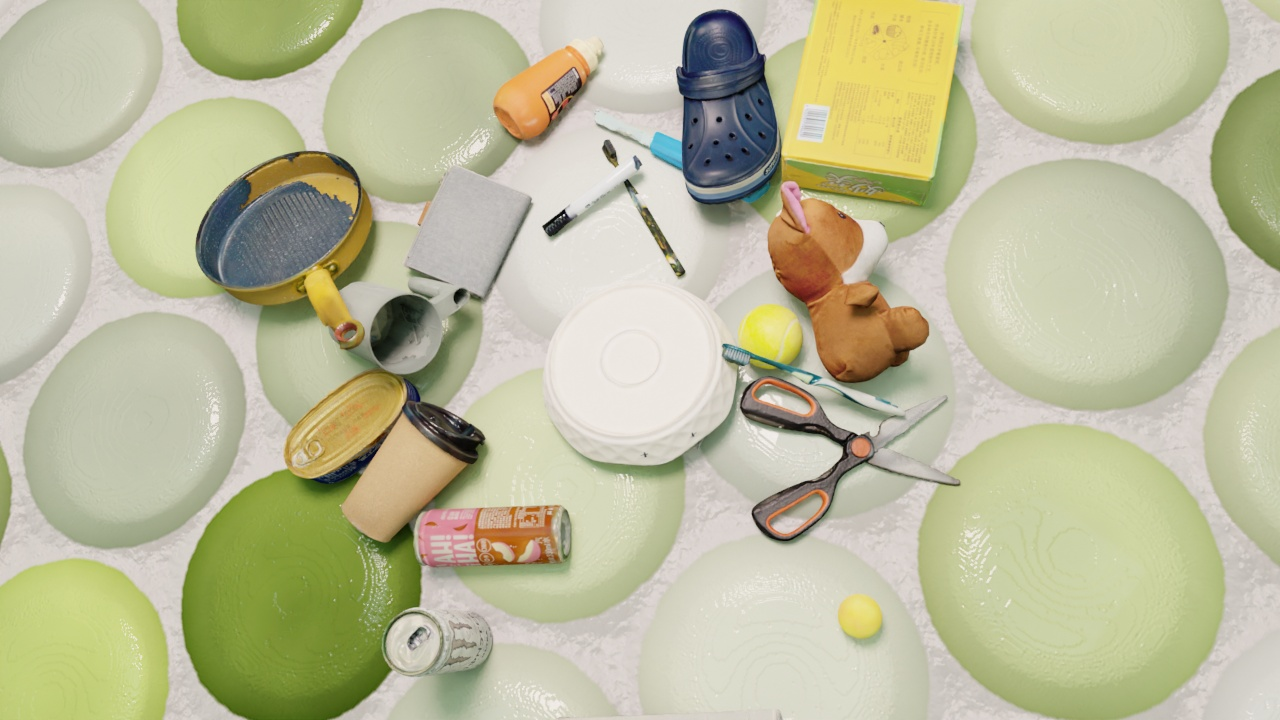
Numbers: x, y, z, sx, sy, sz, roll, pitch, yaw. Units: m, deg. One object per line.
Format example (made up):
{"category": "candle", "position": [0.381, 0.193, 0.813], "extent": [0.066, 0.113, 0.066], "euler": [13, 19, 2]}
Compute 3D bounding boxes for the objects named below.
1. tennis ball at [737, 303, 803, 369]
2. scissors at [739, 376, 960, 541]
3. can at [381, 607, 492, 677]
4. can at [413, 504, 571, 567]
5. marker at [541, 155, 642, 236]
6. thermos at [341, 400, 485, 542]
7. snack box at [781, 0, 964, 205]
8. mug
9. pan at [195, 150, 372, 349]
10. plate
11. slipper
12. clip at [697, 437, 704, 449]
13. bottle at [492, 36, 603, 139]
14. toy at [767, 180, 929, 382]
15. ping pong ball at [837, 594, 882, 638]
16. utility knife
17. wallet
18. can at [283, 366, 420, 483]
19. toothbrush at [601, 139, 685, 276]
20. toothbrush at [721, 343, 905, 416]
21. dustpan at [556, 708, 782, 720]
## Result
{"category": "tennis ball", "position": [0.131, -0.024, 0.924], "extent": [0.065, 0.065, 0.065], "euler": [-2, 74, 8]}
{"category": "scissors", "position": [0.194, 0.091, 0.908], "extent": [0.221, 0.022, 0.232], "euler": [38, 83, 11]}
{"category": "can", "position": [-0.184, 0.259, 0.846], "extent": [0.058, 0.147, 0.058], "euler": [-2, 73, 7]}
{"category": "can", "position": [-0.146, 0.175, 0.911], "extent": [0.147, 0.058, 0.057], "euler": [-4, 74, 8]}
{"category": "marker", "position": [-0.053, -0.181, 1.010], "extent": [0.131, 0.022, 0.018], "euler": [-37, 84, 5]}
{"category": "thermos", "position": [-0.233, 0.111, 0.932], "extent": [0.093, 0.093, 0.143], "euler": [39, 91, 16]}
{"category": "snack box", "position": [0.246, -0.281, 0.978], "extent": [0.158, 0.070, 0.209], "euler": [11, 76, 12]}
{"category": "mug", "position": [-0.255, -0.047, 0.968], "extent": [0.103, 0.084, 0.123], "euler": [16, 46, 45]}
{"category": "pan", "position": [-0.355, -0.109, 0.966], "extent": [0.197, 0.078, 0.357], "euler": [-36, 57, -8]}
{"category": "plate", "position": [-0.006, 0.005, 0.932], "extent": [0.205, 0.045, 0.204], "euler": [-5, 65, 11]}
{"category": "slipper", "position": [0.091, -0.286, 0.979], "extent": [0.105, 0.095, 0.252], "euler": [-6, 62, 12]}
{"category": "clip", "position": [0.064, 0.062, 0.932], "extent": [0.036, 0.025, 0.058], "euler": [26, 83, 7]}
{"category": "bottle", "position": [-0.099, -0.319, 1.048], "extent": [0.067, 0.067, 0.149], "euler": [41, 76, 17]}
{"category": "toy", "position": [0.196, -0.080, 0.890], "extent": [0.130, 0.140, 0.199], "euler": [-35, 79, -5]}
{"category": "ping pong ball", "position": [0.204, 0.237, 0.851], "extent": [0.040, 0.040, 0.040], "euler": [-2, 74, 8]}
{"category": "utility knife", "position": [0.040, -0.232, 1.021], "extent": [0.223, 0.018, 0.034], "euler": [29, 70, 15]}
{"category": "wallet", "position": [-0.195, -0.144, 1.022], "extent": [0.106, 0.037, 0.129], "euler": [23, 79, 3]}
{"category": "can", "position": [-0.303, 0.069, 0.969], "extent": [0.148, 0.049, 0.074], "euler": [-40, 72, -4]}
{"category": "toothbrush", "position": [0.002, -0.170, 1.009], "extent": [0.012, 0.017, 0.185], "euler": [-23, 71, -16]}
{"category": "toothbrush", "position": [0.168, 0.022, 0.894], "extent": [0.191, 0.016, 0.018], "euler": [20, 71, 0]}
{"category": "dustpan", "position": [0.031, 0.473, 0.826], "extent": [0.223, 0.143, 0.257], "euler": [-5, 44, 7]}
